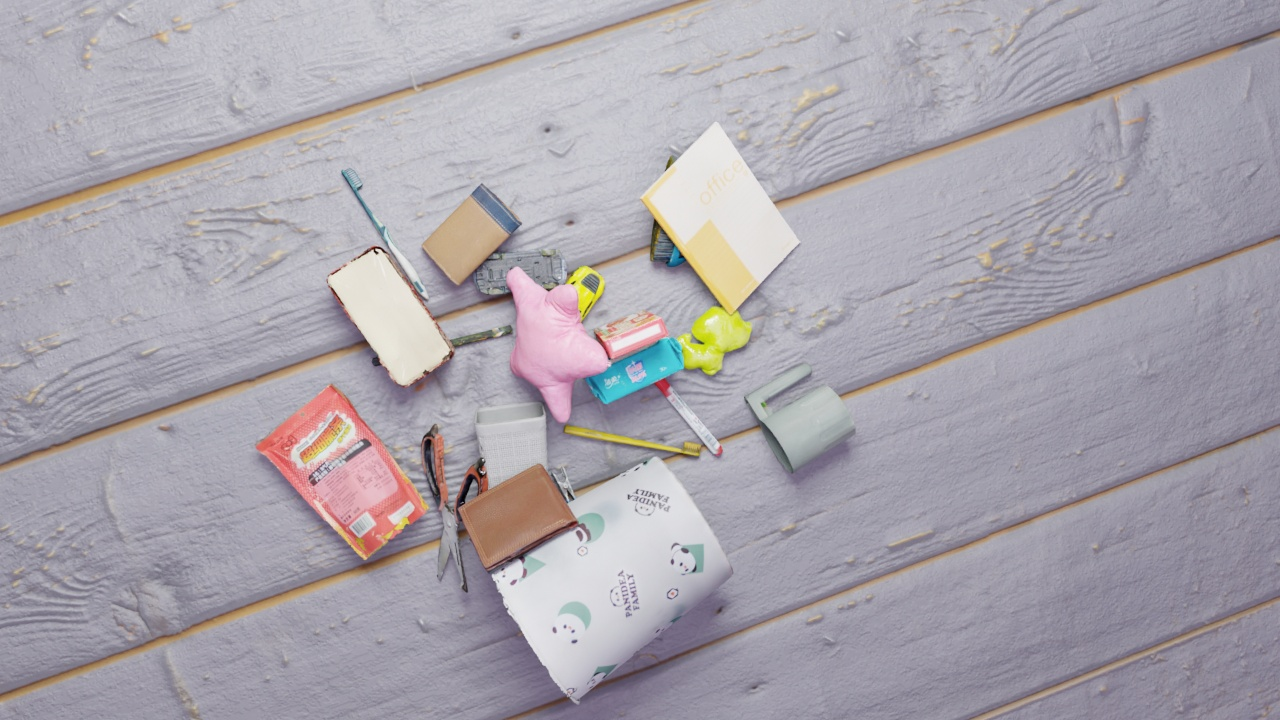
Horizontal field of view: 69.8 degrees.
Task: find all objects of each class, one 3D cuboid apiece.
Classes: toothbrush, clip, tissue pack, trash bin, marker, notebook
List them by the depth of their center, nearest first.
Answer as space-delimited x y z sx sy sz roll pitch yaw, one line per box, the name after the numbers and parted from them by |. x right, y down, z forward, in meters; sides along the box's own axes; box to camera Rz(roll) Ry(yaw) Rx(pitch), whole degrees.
-0.321 -0.161 1.167 0.018 0.016 0.191 -34 101 -13 | toothbrush
-0.035 0.266 1.167 0.251 0.229 0.229 -32 101 -8 | trash bin
0.107 -0.181 1.187 0.145 0.010 0.206 -46 117 -12 | notebook
-0.257 -0.019 1.193 0.185 0.017 0.012 -14 89 -6 | toothbrush
-0.007 0.007 1.193 0.133 0.093 0.050 -24 99 -4 | tissue pack
-0.101 0.171 1.239 0.036 0.025 0.058 -26 93 -12 | clip
-0.010 0.107 1.246 0.190 0.016 0.016 10 91 -9 | toothbrush
0.063 0.073 1.251 0.017 0.017 0.145 -40 101 -1 | marker

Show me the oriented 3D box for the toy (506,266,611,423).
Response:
-0.104 -0.011 1.138 0.074 0.179 0.195 -24 126 -42 | toy

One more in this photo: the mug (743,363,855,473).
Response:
0.217 0.075 1.248 0.103 0.084 0.124 -30 76 -4 | mug

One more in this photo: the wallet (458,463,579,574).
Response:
-0.149 0.191 1.108 0.124 0.101 0.032 -29 138 -10 | wallet

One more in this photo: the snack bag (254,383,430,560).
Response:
-0.378 0.146 1.180 0.128 0.073 0.208 -39 96 -6 | snack bag

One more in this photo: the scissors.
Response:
-0.245 0.191 1.193 0.189 0.015 0.227 54 128 19 | scissors

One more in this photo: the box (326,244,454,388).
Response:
-0.311 -0.052 1.140 0.091 0.078 0.168 -35 94 -7 | box

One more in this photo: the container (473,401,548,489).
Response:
-0.164 0.122 1.191 0.090 0.090 0.114 -6 101 -7 | container

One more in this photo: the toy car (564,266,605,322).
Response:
-0.088 -0.074 1.203 0.048 0.032 0.105 36 93 -11 | toy car

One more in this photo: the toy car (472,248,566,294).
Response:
-0.155 -0.115 1.185 0.120 0.037 0.054 -6 98 -10 | toy car

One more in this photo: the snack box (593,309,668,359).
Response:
-0.014 -0.035 1.156 0.075 0.153 0.025 -23 99 -4 | snack box

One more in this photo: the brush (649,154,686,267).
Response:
0.056 -0.191 1.194 0.073 0.055 0.144 11 96 -8 | brush

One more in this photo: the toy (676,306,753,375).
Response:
0.098 -0.030 1.235 0.096 0.031 0.100 14 96 -8 | toy

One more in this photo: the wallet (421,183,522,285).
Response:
-0.213 -0.159 1.156 0.115 0.033 0.090 -45 62 -1 | wallet
